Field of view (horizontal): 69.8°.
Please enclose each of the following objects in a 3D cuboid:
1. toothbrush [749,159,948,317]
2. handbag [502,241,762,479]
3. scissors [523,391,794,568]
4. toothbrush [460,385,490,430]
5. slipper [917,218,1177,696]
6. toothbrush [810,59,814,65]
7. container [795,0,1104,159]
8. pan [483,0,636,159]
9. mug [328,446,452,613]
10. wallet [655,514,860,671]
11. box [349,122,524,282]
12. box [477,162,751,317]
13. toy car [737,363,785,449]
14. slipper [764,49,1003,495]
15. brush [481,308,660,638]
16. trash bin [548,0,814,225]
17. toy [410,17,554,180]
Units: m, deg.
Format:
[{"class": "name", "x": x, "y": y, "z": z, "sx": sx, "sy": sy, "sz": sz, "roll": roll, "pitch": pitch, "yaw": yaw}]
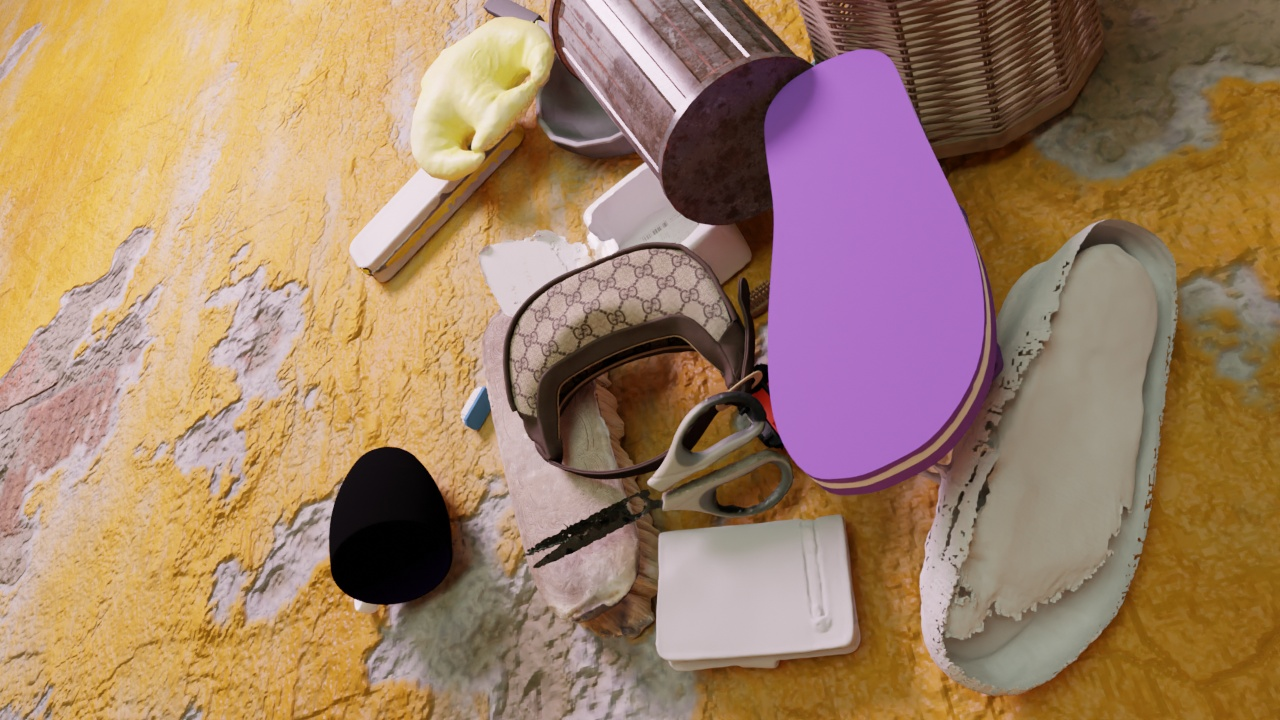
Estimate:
[{"class": "toothbrush", "x": 0.137, "y": -0.083, "z": 0.624, "sx": 0.167, "sy": 0.016, "sz": 0.016, "roll": -36, "pitch": 48, "yaw": 10}, {"class": "handbag", "x": -0.003, "y": 0.003, "z": 0.579, "sx": 0.167, "sy": 0.063, "sz": 0.138, "roll": -20, "pitch": 66, "yaw": 15}, {"class": "scissors", "x": 0.015, "y": 0.088, "z": 0.540, "sx": 0.170, "sy": 0.131, "sz": 0.012, "roll": -56, "pitch": 15, "yaw": 10}, {"class": "toothbrush", "x": -0.098, "y": -0.019, "z": 0.743, "sx": 0.014, "sy": 0.016, "sz": 0.166, "roll": 17, "pitch": 73, "yaw": 42}, {"class": "slipper", "x": 0.200, "y": 0.046, "z": 0.467, "sx": 0.112, "sy": 0.075, "sz": 0.246, "roll": 20, "pitch": 76, "yaw": 8}, {"class": "toothbrush", "x": 0.177, "y": -0.267, "z": 0.707, "sx": 0.155, "sy": 0.016, "sz": 0.022, "roll": -41, "pitch": 81, "yaw": 7}, {"class": "container", "x": 0.180, "y": -0.261, "z": 0.565, "sx": 0.227, "sy": 0.196, "sz": 0.226, "roll": -13, "pitch": 53, "yaw": 18}, {"class": "pan", "x": -0.057, "y": -0.291, "z": 0.862, "sx": 0.178, "sy": 0.041, "sz": 0.357, "roll": -48, "pitch": 48, "yaw": 0}, {"class": "mug", "x": -0.192, "y": 0.128, "z": 0.685, "sx": 0.119, "sy": 0.084, "sz": 0.100, "roll": -64, "pitch": 28, "yaw": 26}, {"class": "wallet", "x": 0.067, "y": 0.134, "z": 0.529, "sx": 0.116, "sy": 0.032, "sz": 0.086, "roll": -8, "pitch": 55, "yaw": 20}, {"class": "box", "x": -0.198, "y": -0.163, "z": 0.888, "sx": 0.209, "sy": 0.033, "sz": 0.064, "roll": -45, "pitch": 46, "yaw": 2}, {"class": "box", "x": -0.018, "y": -0.076, "z": 0.684, "sx": 0.190, "sy": 0.083, "sz": 0.110, "roll": -25, "pitch": 48, "yaw": -2}, {"class": "toy car", "x": 0.109, "y": 0.013, "z": 0.563, "sx": 0.100, "sy": 0.049, "sz": 0.051, "roll": -41, "pitch": 48, "yaw": 7}, {"class": "slipper", "x": 0.130, "y": -0.045, "z": 0.493, "sx": 0.107, "sy": 0.084, "sz": 0.266, "roll": -20, "pitch": 51, "yaw": 26}, {"class": "brush", "x": -0.051, "y": 0.059, "z": 0.636, "sx": 0.083, "sy": 0.056, "sz": 0.271, "roll": -31, "pitch": 51, "yaw": 12}, {"class": "trash bin", "x": 0.027, "y": -0.206, "z": 0.639, "sx": 0.131, "sy": 0.131, "sz": 0.211, "roll": -37, "pitch": 52, "yaw": 9}, {"class": "toy", "x": -0.150, "y": -0.244, "z": 0.836, "sx": 0.170, "sy": 0.064, "sz": 0.155, "roll": -52, "pitch": 49, "yaw": 3}]
